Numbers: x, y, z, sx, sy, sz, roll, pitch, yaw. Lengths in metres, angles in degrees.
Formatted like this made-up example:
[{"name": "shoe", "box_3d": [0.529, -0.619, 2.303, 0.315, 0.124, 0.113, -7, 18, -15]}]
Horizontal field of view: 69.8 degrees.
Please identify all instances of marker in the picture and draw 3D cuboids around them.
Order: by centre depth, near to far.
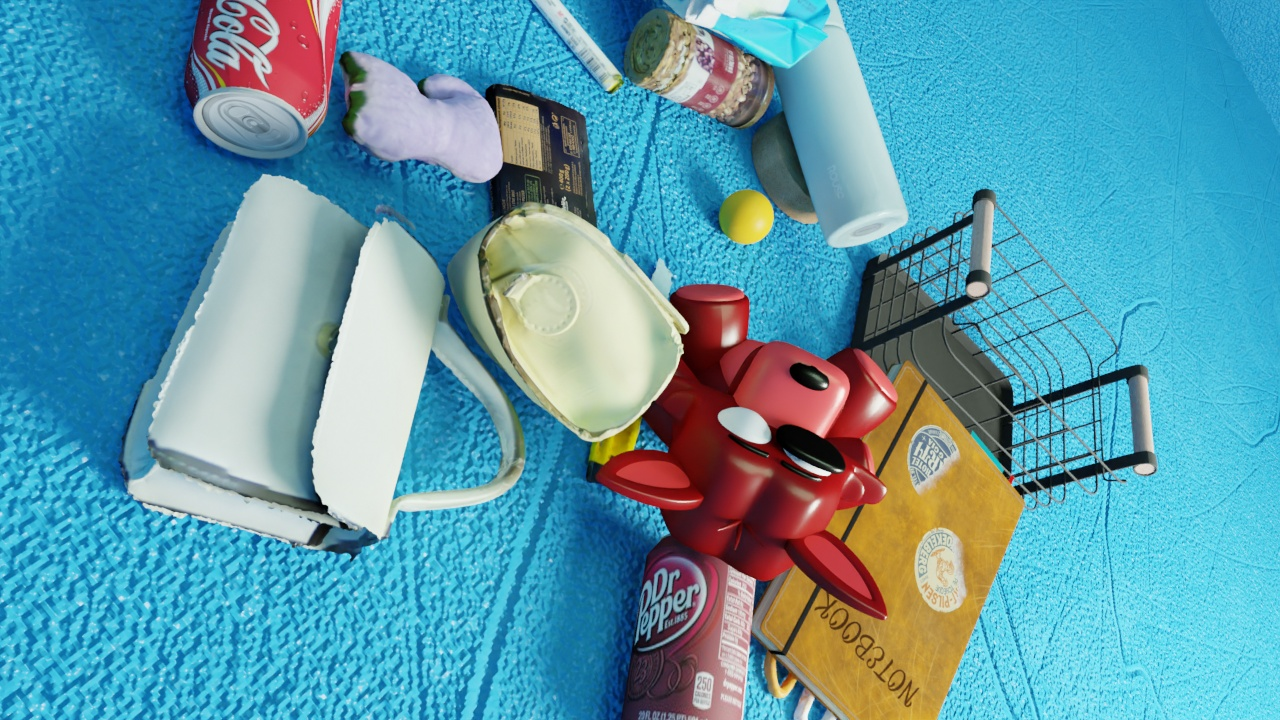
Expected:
[{"name": "marker", "box_3d": [-0.063, -0.245, 0.633, 0.146, 0.017, 0.017, 49, 47, -14]}]

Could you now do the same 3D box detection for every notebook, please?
[{"name": "notebook", "box_3d": [0.179, 0.125, 0.631, 0.178, 0.014, 0.248, 47, 59, -17]}]

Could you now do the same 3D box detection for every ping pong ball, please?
[{"name": "ping pong ball", "box_3d": [0.078, -0.106, 0.677, 0.040, 0.040, 0.040, 18, 60, -35]}]

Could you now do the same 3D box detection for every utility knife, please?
[{"name": "utility knife", "box_3d": [-0.003, 0.003, 0.578, 0.030, 0.017, 0.175, 41, 46, -32]}]

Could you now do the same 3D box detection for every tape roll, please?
[{"name": "tape roll", "box_3d": [0.135, -0.162, 0.761, 0.094, 0.027, 0.093, 18, 60, -35]}]

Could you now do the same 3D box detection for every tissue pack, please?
[{"name": "tissue pack", "box_3d": [0.045, -0.301, 0.684, 0.116, 0.066, 0.209, 7, 40, -40]}]

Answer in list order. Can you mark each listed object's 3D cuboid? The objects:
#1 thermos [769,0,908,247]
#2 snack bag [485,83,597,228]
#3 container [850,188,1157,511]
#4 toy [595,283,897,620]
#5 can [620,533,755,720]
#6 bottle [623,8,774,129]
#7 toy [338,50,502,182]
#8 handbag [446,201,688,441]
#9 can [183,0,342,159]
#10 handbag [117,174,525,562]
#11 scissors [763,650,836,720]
[{"name": "thermos", "box_3d": [0.147, -0.195, 0.719, 0.077, 0.065, 0.206, -1, 73, -48]}, {"name": "snack bag", "box_3d": [-0.059, -0.097, 0.569, 0.074, 0.018, 0.155, 10, 65, -39]}, {"name": "container", "box_3d": [0.293, 0.000, 0.749, 0.241, 0.131, 0.162, 40, 47, -21]}, {"name": "toy", "box_3d": [0.067, 0.043, 0.514, 0.158, 0.121, 0.196, 28, 26, -2]}, {"name": "can", "box_3d": [0.027, 0.156, 0.500, 0.063, 0.063, 0.114, 29, 54, -29]}, {"name": "bottle", "box_3d": [0.044, -0.216, 0.686, 0.105, 0.056, 0.056, 12, 64, -37]}, {"name": "toy", "box_3d": [-0.125, -0.139, 0.520, 0.099, 0.037, 0.080, 12, 53, -42]}, {"name": "handbag", "box_3d": [-0.042, -0.025, 0.468, 0.081, 0.119, 0.111, -44, 105, -7]}, {"name": "can", "box_3d": [-0.185, -0.158, 0.454, 0.064, 0.064, 0.104, 16, 61, -35]}, {"name": "handbag", "box_3d": [-0.122, 0.013, 0.426, 0.176, 0.074, 0.151, 28, 55, -30]}, {"name": "scissors", "box_3d": [0.127, 0.189, 0.609, 0.131, 0.013, 0.073, -37, 98, -43]}]
